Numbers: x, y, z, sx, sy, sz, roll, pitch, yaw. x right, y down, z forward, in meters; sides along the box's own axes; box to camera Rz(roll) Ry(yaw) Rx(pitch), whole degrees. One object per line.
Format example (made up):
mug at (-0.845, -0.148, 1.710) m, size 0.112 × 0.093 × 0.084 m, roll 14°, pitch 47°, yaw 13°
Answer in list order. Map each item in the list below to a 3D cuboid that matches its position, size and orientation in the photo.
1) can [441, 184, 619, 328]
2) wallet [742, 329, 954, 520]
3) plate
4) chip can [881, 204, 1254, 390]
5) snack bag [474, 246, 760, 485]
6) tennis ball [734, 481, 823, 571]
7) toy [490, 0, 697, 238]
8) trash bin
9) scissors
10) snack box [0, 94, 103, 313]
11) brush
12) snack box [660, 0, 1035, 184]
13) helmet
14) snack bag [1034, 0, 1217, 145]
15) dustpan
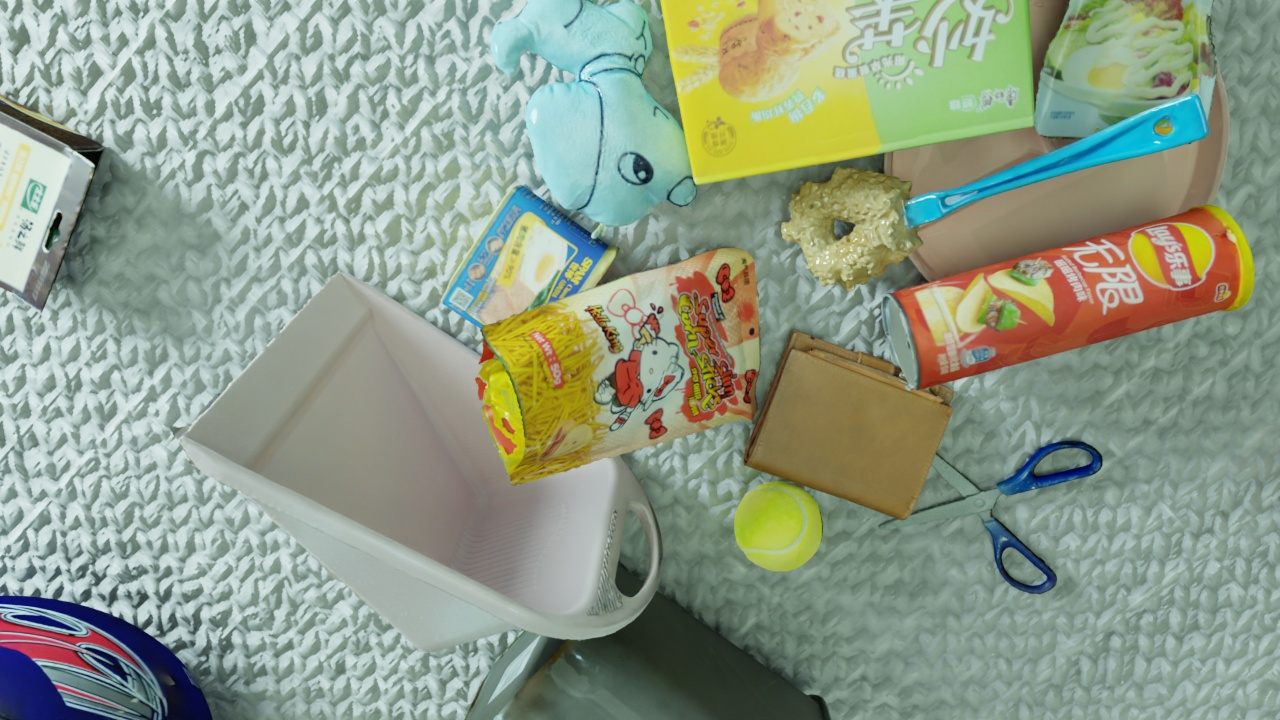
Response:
can at (-0.077, -0.059, 0.634) m, size 0.083 × 0.057 × 0.102 m, roll 35°, pitch 103°, yaw -7°
wallet at (0.153, 0.048, 0.670) m, size 0.132 × 0.031 × 0.108 m, roll 19°, pitch 95°, yaw -8°
plate at (0.278, -0.138, 0.624) m, size 0.229 × 0.028 × 0.230 m, roll 0°, pitch 105°, yaw 0°
chip can at (0.272, -0.040, 0.600) m, size 0.217 × 0.073 × 0.073 m, roll -14°, pitch 105°, yaw 4°
snack bag at (-0.004, 0.004, 0.614) m, size 0.207 × 0.073 × 0.129 m, roll -16°, pitch 107°, yaw -28°
tennis ball at (0.102, 0.122, 0.677) m, size 0.065 × 0.065 × 0.065 m, roll 0°, pitch 105°, yaw 0°
toy at (-0.028, -0.161, 0.606) m, size 0.161 × 0.050 × 0.156 m, roll 17°, pitch 93°, yaw -14°
trash bin at (-0.002, 0.282, 0.664) m, size 0.220 × 0.198 × 0.199 m, roll 40°, pitch 102°, yaw -3°
scissors at (0.272, 0.113, 0.701) m, size 0.176 × 0.012 × 0.162 m, roll -25°, pitch 103°, yaw 9°
snack box at (-0.433, -0.113, 0.623) m, size 0.125 × 0.053 × 0.113 m, roll 27°, pitch 103°, yaw -8°
brush at (0.207, -0.107, 0.573) m, size 0.255 × 0.045 × 0.083 m, roll -15°, pitch 97°, yaw 33°
snack box at (0.122, -0.205, 0.559) m, size 0.210 × 0.069 × 0.158 m, roll -7°, pitch 109°, yaw 17°
helmet at (-0.458, 0.283, 0.633) m, size 0.315 × 0.248 × 0.239 m, roll 20°, pitch 62°, yaw -12°
snack bag at (0.310, -0.232, 0.567) m, size 0.110 × 0.038 × 0.191 m, roll 6°, pitch 104°, yaw 10°
dustpan at (-0.107, 0.059, 0.591) m, size 0.139 × 0.222 × 0.273 m, roll -23°, pitch 117°, yaw 19°
